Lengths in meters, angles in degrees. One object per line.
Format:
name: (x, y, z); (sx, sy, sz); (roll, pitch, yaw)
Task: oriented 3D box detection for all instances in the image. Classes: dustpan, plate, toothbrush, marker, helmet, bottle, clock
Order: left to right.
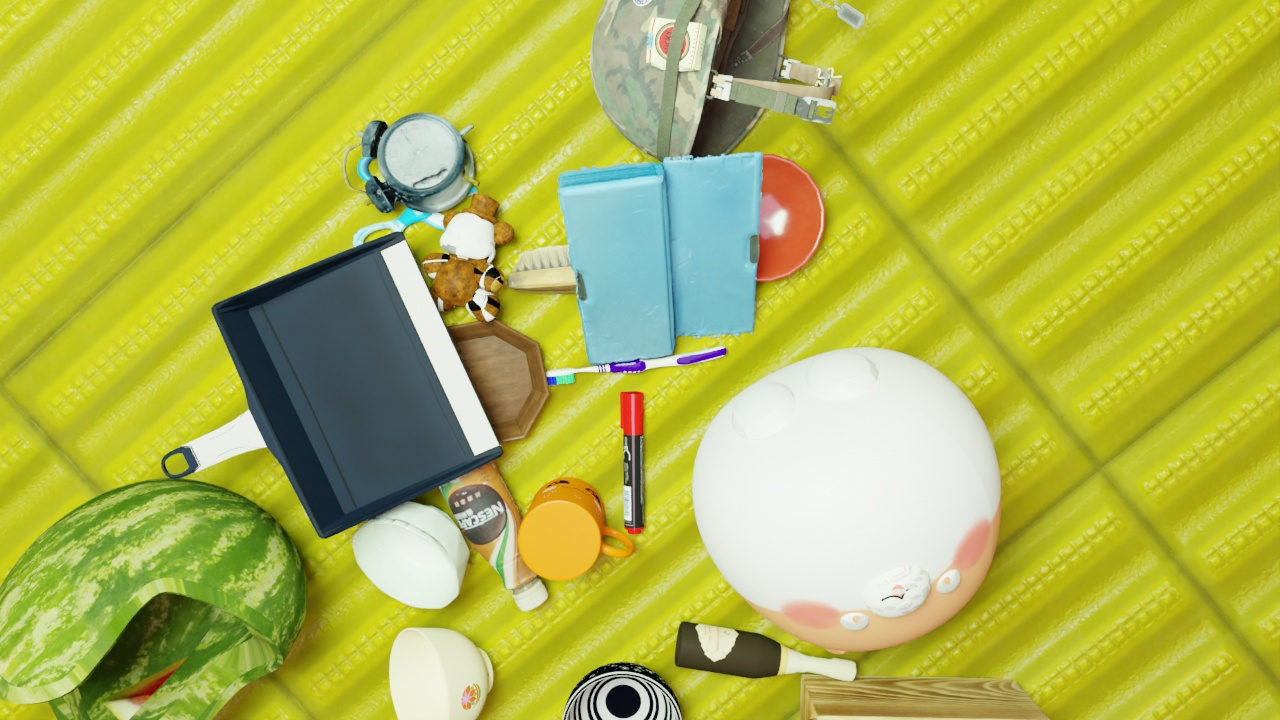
helmet: (-0.444, 0.223, 0.844); (0.246, 0.243, 0.213); (-33, 139, -25)
dustpan: (-0.304, 0.042, 0.848); (0.273, 0.080, 0.236); (-23, 94, 8)
clock: (-0.220, -0.188, 0.878); (0.129, 0.052, 0.090); (-8, 84, 0)
plate: (-0.155, 0.022, 0.921); (0.131, 0.025, 0.131); (0, 96, 0)
bottle: (-0.144, 0.173, 0.921); (0.059, 0.059, 0.167); (-26, 96, 3)
marker: (-0.008, 0.104, 0.931); (0.023, 0.021, 0.145); (0, 96, 8)
toothbrush: (-0.005, 0.005, 0.923); (0.187, 0.015, 0.016); (-8, 101, 1)
helmet: (0.075, -0.265, 0.799); (0.236, 0.192, 0.225); (38, 123, 9)
bottle: (0.129, 0.304, 0.940); (0.184, 0.045, 0.045); (9, 96, -1)

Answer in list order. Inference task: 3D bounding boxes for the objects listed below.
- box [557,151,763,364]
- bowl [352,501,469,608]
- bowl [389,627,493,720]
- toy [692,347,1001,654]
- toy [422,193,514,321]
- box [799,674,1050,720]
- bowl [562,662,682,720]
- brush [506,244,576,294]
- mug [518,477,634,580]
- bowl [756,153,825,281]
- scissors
box: (0.024, -0.086, 0.831); (0.174, 0.033, 0.232); (-8, 141, 0)
bowl: (-0.219, 0.184, 0.912); (0.117, 0.061, 0.118); (12, 127, 15)
bowl: (-0.192, 0.322, 0.926); (0.073, 0.118, 0.118); (-2, 98, -42)
toy: (0.187, 0.131, 0.815); (0.263, 0.265, 0.281); (-25, 111, 5)
toy: (-0.165, -0.102, 0.886); (0.087, 0.067, 0.112); (15, 80, 19)
box: (0.261, 0.474, 0.877); (0.259, 0.220, 0.279); (1, 98, 2)
bowl: (-0.018, 0.361, 0.937); (0.120, 0.066, 0.120); (0, 96, 0)
brush: (-0.033, -0.092, 0.891); (0.195, 0.059, 0.043); (-5, 83, 4)
mug: (-0.059, 0.169, 0.901); (0.112, 0.096, 0.077); (21, 96, -2)
bowl: (0.116, -0.138, 0.896); (0.122, 0.035, 0.122); (0, 96, 0)
scissors: (-0.228, -0.160, 0.909); (0.137, 0.012, 0.127); (-18, 93, 2)
